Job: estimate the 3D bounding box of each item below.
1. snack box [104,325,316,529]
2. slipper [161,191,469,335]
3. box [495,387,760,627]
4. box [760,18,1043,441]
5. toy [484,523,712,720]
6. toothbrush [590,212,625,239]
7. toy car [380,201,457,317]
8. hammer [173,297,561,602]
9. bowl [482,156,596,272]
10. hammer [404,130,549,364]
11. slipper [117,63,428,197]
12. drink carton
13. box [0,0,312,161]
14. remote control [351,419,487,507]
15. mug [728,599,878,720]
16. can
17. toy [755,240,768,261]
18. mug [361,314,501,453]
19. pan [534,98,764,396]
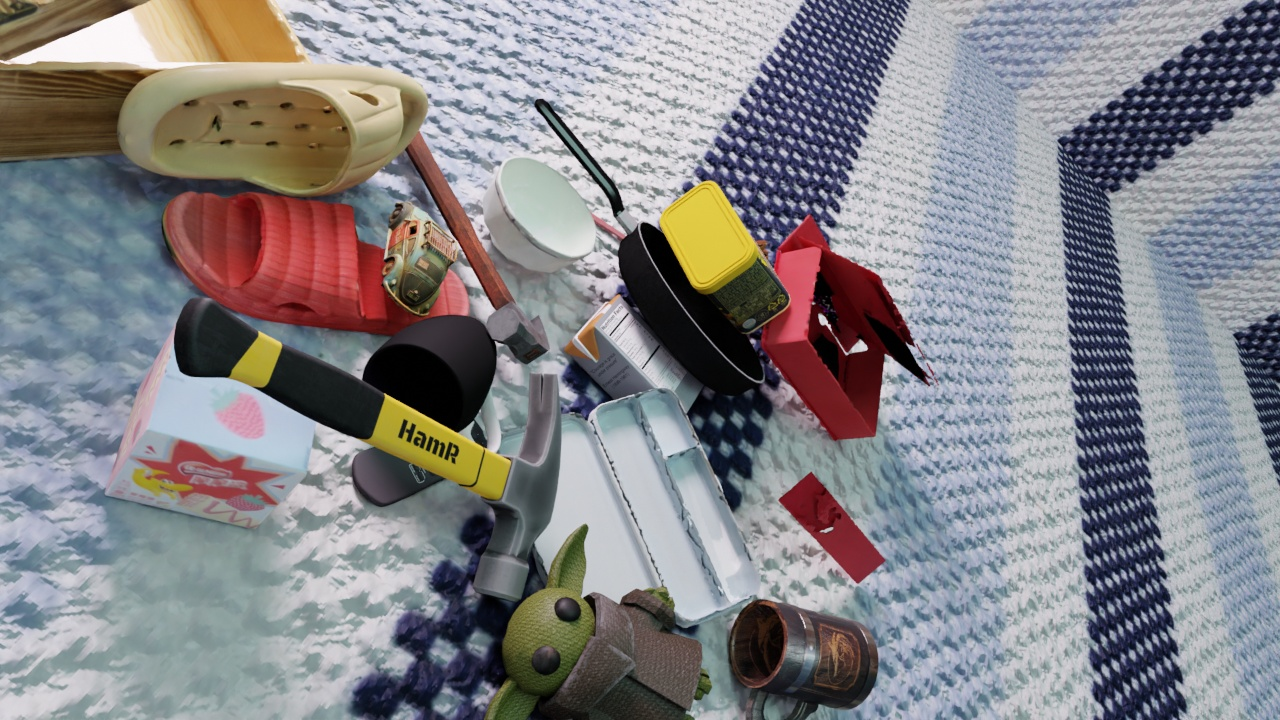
[{"bbox_3d":[-0.261,0.044,0.567,0.093,0.095,0.079,23,47,-32],"label":"snack box"},{"bbox_3d":[-0.235,-0.076,0.715,0.248,0.059,0.103,16,50,-38],"label":"slipper"},{"bbox_3d":[-0.010,0.133,0.773,0.189,0.038,0.209,-17,72,-29],"label":"box"},{"bbox_3d":[0.299,-0.145,1.070,0.214,0.138,0.466,47,66,-41],"label":"box"},{"bbox_3d":[-0.025,0.220,0.658,0.152,0.078,0.179,29,60,-9],"label":"toy"},{"bbox_3d":[0.003,-0.120,1.017,0.184,0.016,0.015,34,35,-18],"label":"toothbrush"},{"bbox_3d":[-0.170,-0.087,0.723,0.047,0.047,0.111,42,29,-41],"label":"toy car"},{"bbox_3d":[-0.151,0.042,0.589,0.324,0.034,0.169,39,59,-52],"label":"hammer"},{"bbox_3d":[-0.105,-0.131,0.878,0.117,0.061,0.117,32,39,-31],"label":"bowl"},{"bbox_3d":[-0.163,-0.124,0.818,0.300,0.028,0.111,59,3,20],"label":"hammer"},{"bbox_3d":[-0.258,-0.165,0.705,0.079,0.112,0.260,50,33,15],"label":"slipper"},{"bbox_3d":[-0.005,0.005,0.883,0.125,0.049,0.076,46,39,-7],"label":"drink carton"},{"bbox_3d":[-0.382,-0.323,0.610,0.268,0.265,0.279,-23,80,-48],"label":"box"},{"bbox_3d":[-0.165,0.076,0.704,0.124,0.009,0.046,-19,75,-49],"label":"remote control"},{"bbox_3d":[0.138,0.274,0.802,0.107,0.080,0.115,22,73,-30],"label":"mug"},{"bbox_3d":[0.089,-0.105,0.955,0.101,0.073,0.130,41,19,-47],"label":"can"},{"bbox_3d":[0.105,-0.133,1.111,0.103,0.071,0.090,24,28,2],"label":"toy"},{"bbox_3d":[-0.145,0.020,0.715,0.119,0.085,0.100,55,24,-12],"label":"mug"},{"bbox_3d":[0.002,-0.107,0.918,0.355,0.044,0.203,49,16,-11],"label":"pan"}]
